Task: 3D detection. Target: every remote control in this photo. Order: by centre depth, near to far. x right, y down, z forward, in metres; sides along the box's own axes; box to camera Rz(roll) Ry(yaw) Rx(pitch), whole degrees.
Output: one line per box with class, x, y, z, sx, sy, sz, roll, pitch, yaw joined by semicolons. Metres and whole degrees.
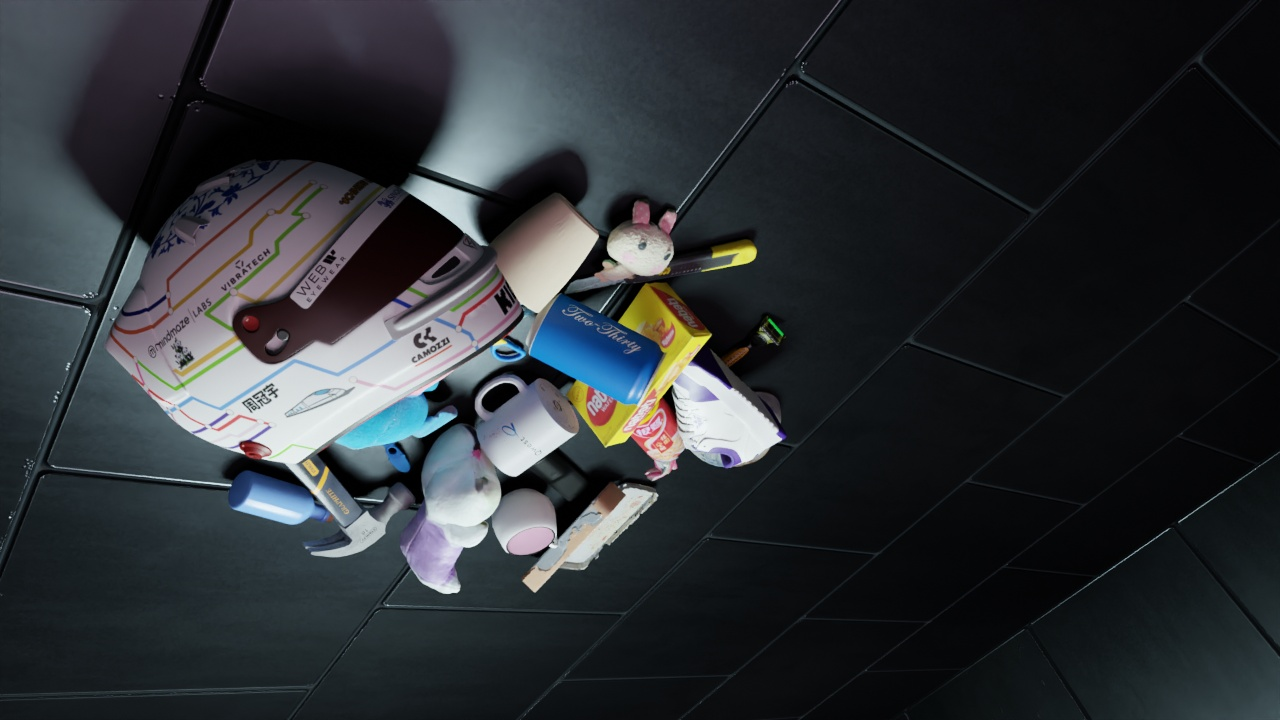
remote control;-0.114;0.165;1.303;0.045;0.021;0.140;-29;143;8

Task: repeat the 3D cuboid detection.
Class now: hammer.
hammer;-0.384;0.123;1.080;0.139;0.035;0.313;-43;140;-21

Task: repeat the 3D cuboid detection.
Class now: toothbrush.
toothbrush;-0.310;0.105;1.135;0.021;0.016;0.132;-18;141;-4

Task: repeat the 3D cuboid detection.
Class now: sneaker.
sneaker;0.080;0.059;1.199;0.111;0.091;0.244;-41;123;14

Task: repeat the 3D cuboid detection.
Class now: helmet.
helmet;-0.288;-0.056;0.789;0.315;0.230;0.236;-30;110;13

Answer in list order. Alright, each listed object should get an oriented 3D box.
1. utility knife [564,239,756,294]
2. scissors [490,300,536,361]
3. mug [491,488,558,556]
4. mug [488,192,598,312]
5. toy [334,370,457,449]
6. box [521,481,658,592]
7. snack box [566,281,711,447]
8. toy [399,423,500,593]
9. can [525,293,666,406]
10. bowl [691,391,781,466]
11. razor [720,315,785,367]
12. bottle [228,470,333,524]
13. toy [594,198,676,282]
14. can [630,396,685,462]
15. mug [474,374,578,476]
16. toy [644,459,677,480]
utility knife;0.024;-0.106;1.066;0.233;0.020;0.029;-13;138;-11
scissors;-0.166;-0.036;1.049;0.131;0.014;0.125;-39;139;17
mug;-0.157;0.233;1.314;0.090;0.076;0.124;-34;141;12
mug;-0.095;-0.113;0.953;0.104;0.085;0.111;-45;167;8
toy;-0.264;0.020;1.007;0.223;0.099;0.192;23;113;-47
box;-0.080;0.268;1.418;0.156;0.071;0.217;4;135;-48
snack box;-0.007;0.007;1.114;0.042;0.092;0.201;-10;145;-50
toy;-0.247;0.187;1.166;0.085;0.137;0.210;5;124;-36
can;-0.050;-0.012;1.034;0.146;0.078;0.079;28;129;1
bowl;0.150;0.115;1.349;0.150;0.056;0.151;-18;143;-15
razor;0.124;-0.004;1.231;0.144;0.021;0.044;-37;121;15
bottle;-0.434;0.175;1.127;0.048;0.048;0.131;-39;139;18
toy;-0.002;-0.123;1.009;0.087;0.050;0.112;20;107;-46
can;0.014;0.082;1.236;0.067;0.066;0.124;-30;142;7
mug;-0.152;0.071;1.138;0.096;0.083;0.119;-36;111;14
toy;0.042;0.122;1.321;0.065;0.050;0.103;-32;156;-56
